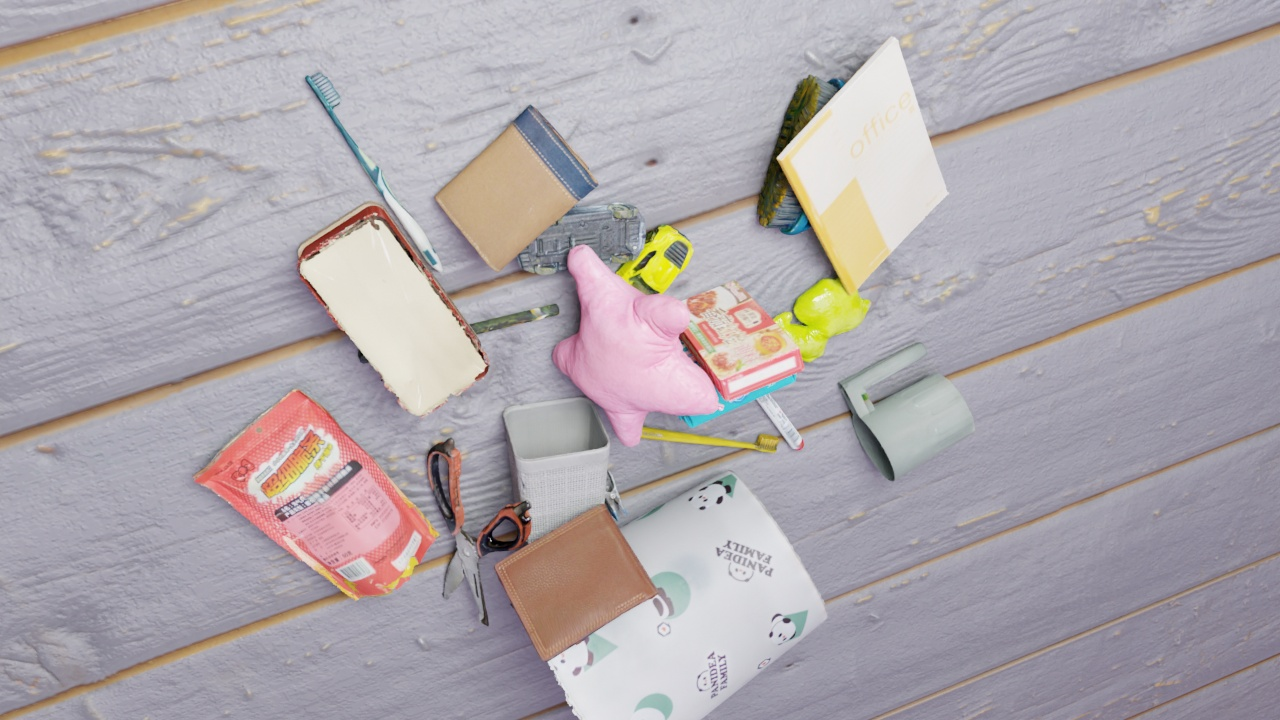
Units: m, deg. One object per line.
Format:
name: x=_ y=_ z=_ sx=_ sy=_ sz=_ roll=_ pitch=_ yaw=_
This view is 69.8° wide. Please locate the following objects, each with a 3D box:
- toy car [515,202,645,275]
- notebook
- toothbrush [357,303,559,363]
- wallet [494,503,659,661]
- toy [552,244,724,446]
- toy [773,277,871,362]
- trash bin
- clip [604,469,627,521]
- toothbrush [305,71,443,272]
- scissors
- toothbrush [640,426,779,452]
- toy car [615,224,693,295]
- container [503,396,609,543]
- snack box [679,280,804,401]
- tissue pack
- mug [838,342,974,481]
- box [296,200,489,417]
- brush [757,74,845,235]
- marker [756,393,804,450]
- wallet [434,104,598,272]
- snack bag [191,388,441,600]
toy car: x=-0.054 y=-0.110 z=0.812 sx=0.120 sy=0.036 sz=0.054 roll=-8 pitch=120 yaw=-17
notebook: x=0.209 y=-0.167 z=0.835 sx=0.146 sy=0.010 sz=0.206 roll=-46 pitch=138 yaw=-4
toothbrush: x=-0.163 y=-0.025 z=0.834 sx=0.185 sy=0.017 sz=0.012 roll=-14 pitch=111 yaw=-10
wallet: x=-0.060 y=0.204 z=0.846 sx=0.124 sy=0.101 sz=0.032 roll=-30 pitch=160 yaw=-9
toy: x=-0.005 y=0.005 z=0.812 sx=0.074 sy=0.178 sz=0.195 roll=-40 pitch=155 yaw=-39
toy: x=0.181 y=-0.043 z=0.929 sx=0.096 sy=0.031 sz=0.100 roll=12 pitch=114 yaw=-22
trash bin: x=0.037 y=0.256 z=0.945 sx=0.252 sy=0.229 sz=0.230 roll=-32 pitch=123 yaw=-5
clip: x=-0.031 y=0.141 z=0.969 sx=0.036 sy=0.025 sz=0.058 roll=-28 pitch=116 yaw=-12
toothbrush: x=-0.211 y=-0.149 z=0.751 sx=0.018 sy=0.016 sz=0.192 roll=-36 pitch=123 yaw=-9
scissors: x=-0.168 y=0.173 z=0.908 sx=0.227 sy=0.015 sz=0.189 roll=-30 pitch=94 yaw=42
toothbrush: x=0.063 y=0.080 z=0.968 sx=0.190 sy=0.015 sz=0.017 roll=8 pitch=111 yaw=-22
toy car: x=0.006 y=-0.076 z=0.853 sx=0.048 sy=0.032 sz=0.105 roll=34 pitch=105 yaw=-31
container: x=-0.082 y=0.110 z=0.896 sx=0.090 sy=0.090 sz=0.114 roll=-7 pitch=123 yaw=-14
snack box: x=0.083 y=-0.022 z=0.836 sx=0.075 sy=0.152 sz=0.025 roll=-22 pitch=122 yaw=-5
tissue pack: x=0.081 y=0.005 z=0.886 sx=0.133 sy=0.093 sz=0.050 roll=-23 pitch=121 yaw=-5
mug: x=0.288 y=0.054 z=0.998 sx=0.103 sy=0.083 sz=0.124 roll=-28 pitch=98 yaw=-3
box: x=-0.205 y=-0.038 z=0.765 sx=0.091 sy=0.078 sz=0.168 roll=-34 pitch=116 yaw=-3
brush: x=0.158 y=-0.181 z=0.830 sx=0.073 sy=0.055 sz=0.144 roll=9 pitch=115 yaw=-21
marker: x=0.137 y=0.048 z=0.974 sx=0.017 sy=0.017 sz=0.145 roll=-37 pitch=123 yaw=4
wallet: x=-0.103 y=-0.142 z=0.760 sx=0.115 sy=0.033 sz=0.090 roll=-41 pitch=83 yaw=6
snack bag: x=-0.293 y=0.133 z=0.858 sx=0.128 sy=0.073 sz=0.208 roll=-38 pitch=117 yaw=0
